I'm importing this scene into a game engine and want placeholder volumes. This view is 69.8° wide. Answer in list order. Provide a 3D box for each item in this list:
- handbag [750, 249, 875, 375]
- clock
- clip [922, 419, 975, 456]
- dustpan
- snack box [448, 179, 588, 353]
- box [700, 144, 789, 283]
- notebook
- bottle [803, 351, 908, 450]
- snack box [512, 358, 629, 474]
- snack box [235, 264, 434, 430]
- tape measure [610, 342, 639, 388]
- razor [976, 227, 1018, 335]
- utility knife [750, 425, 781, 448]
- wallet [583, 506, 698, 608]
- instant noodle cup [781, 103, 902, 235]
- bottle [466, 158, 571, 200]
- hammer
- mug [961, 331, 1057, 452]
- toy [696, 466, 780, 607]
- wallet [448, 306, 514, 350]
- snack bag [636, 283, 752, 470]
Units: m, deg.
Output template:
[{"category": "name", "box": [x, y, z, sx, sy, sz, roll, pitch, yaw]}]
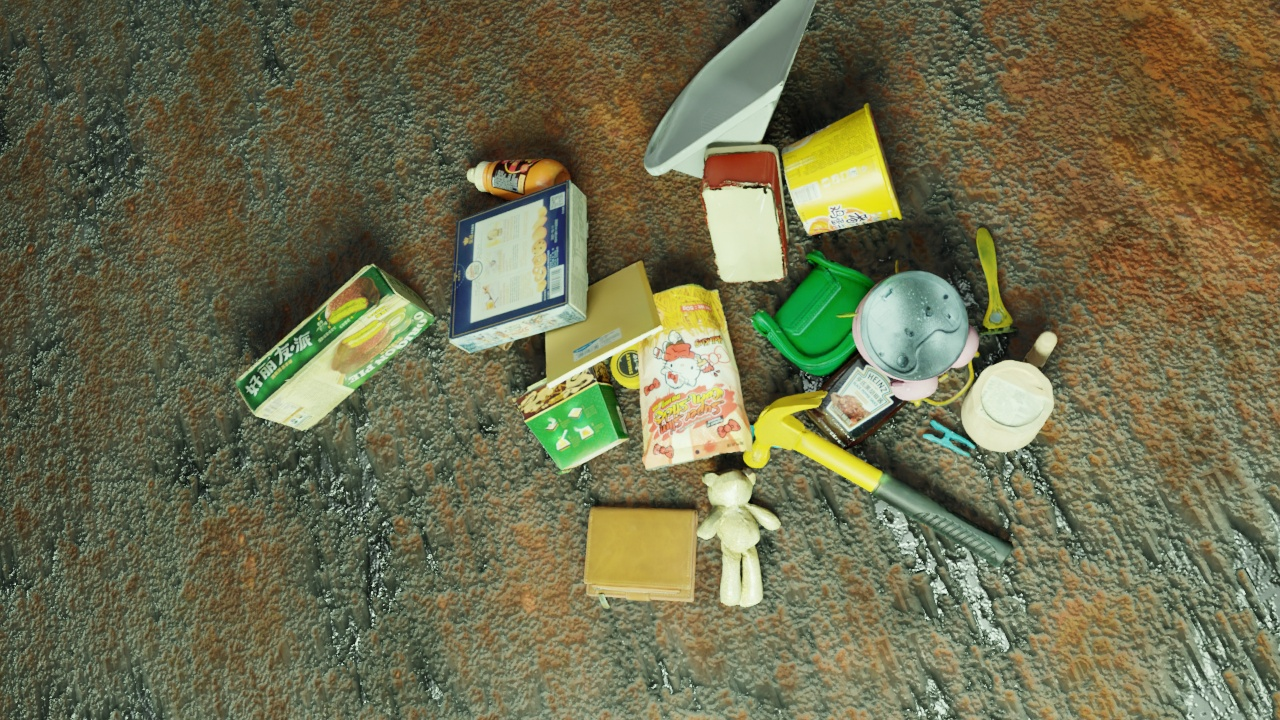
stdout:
[{"category": "handbag", "box": [0.209, -0.055, 1.069, 0.120, 0.068, 0.131, 39, 89, 20]}, {"category": "clock", "box": [0.299, -0.022, 0.993, 0.117, 0.060, 0.158, -41, 92, -4]}, {"category": "clip", "box": [0.346, 0.088, 1.026, 0.057, 0.014, 0.047, 31, 84, 19]}, {"category": "dustpan", "box": [0.096, -0.323, 1.085, 0.142, 0.258, 0.222, 20, 59, 3]}, {"category": "snack box", "box": [-0.153, -0.117, 1.152, 0.183, 0.045, 0.177, -14, 62, 26]}, {"category": "box", "box": [0.120, -0.159, 1.059, 0.091, 0.168, 0.080, 0, 57, 15]}, {"category": "notebook", "box": [-0.050, -0.049, 1.095, 0.146, 0.010, 0.206, -27, 26, 7]}, {"category": "bottle", "box": [0.279, 0.016, 1.046, 0.195, 0.044, 0.080, -42, 78, 1]}, {"category": "snack box", "box": [-0.073, 0.067, 1.102, 0.117, 0.118, 0.105, -29, 84, 7]}, {"category": "snack box", "box": [-0.395, -0.013, 1.198, 0.240, 0.114, 0.063, -41, 69, 3]}, {"category": "tape measure", "box": [-0.007, 0.007, 1.134, 0.057, 0.029, 0.060, -14, 71, 11]}, {"category": "razor", "box": [0.401, -0.093, 1.051, 0.043, 0.028, 0.132, -7, 73, 17]}, {"category": "utility knife", "box": [0.119, 0.091, 1.087, 0.151, 0.013, 0.029, -4, 79, 14]}, {"category": "wallet", "box": [0.000, 0.232, 1.073, 0.131, 0.035, 0.119, -1, 76, 16]}, {"category": "instant noodle cup", "box": [0.234, -0.214, 1.073, 0.110, 0.138, 0.138, -17, 73, 20]}, {"category": "bottle", "box": [-0.168, -0.240, 1.224, 0.150, 0.066, 0.066, 12, 80, 25]}, {"category": "hammer", "box": [0.261, 0.134, 1.004, 0.301, 0.129, 0.032, 30, 41, 11]}, {"category": "mug", "box": [0.401, 0.033, 0.977, 0.084, 0.103, 0.124, 33, 87, 20]}, {"category": "toy", "box": [0.108, 0.201, 1.044, 0.105, 0.066, 0.157, -1, 78, -19]}, {"category": "wallet", "box": [-0.183, -0.085, 1.210, 0.101, 0.020, 0.115, 32, 84, 19]}, {"category": "snack bag", "box": [0.055, 0.020, 1.075, 0.129, 0.073, 0.207, -12, 66, 14]}]
